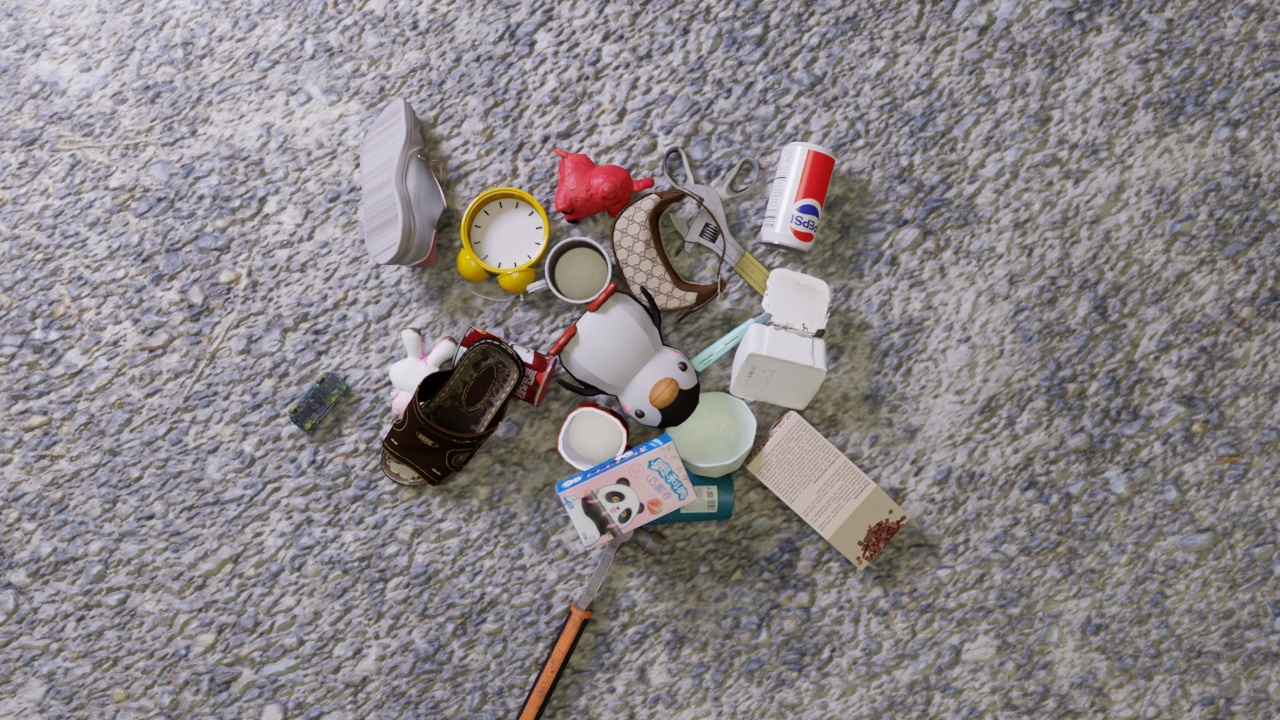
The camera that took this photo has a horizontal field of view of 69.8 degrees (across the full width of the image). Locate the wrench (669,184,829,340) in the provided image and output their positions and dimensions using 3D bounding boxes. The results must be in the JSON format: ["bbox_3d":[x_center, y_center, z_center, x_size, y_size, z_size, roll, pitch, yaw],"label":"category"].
[{"bbox_3d":[0.147,-0.123,1.206,0.273,0.018,0.084,42,99,-2],"label":"wrench"}]

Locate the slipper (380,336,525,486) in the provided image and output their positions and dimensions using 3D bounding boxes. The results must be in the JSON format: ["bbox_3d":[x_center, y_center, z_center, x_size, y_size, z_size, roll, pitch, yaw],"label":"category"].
[{"bbox_3d":[-0.244,0.077,1.155,0.113,0.075,0.268,41,116,-8],"label":"slipper"}]

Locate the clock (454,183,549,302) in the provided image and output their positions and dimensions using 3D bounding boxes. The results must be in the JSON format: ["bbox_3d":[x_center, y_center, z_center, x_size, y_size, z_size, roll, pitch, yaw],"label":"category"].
[{"bbox_3d":[-0.179,-0.153,1.202,0.113,0.052,0.152,16,86,0],"label":"clock"}]

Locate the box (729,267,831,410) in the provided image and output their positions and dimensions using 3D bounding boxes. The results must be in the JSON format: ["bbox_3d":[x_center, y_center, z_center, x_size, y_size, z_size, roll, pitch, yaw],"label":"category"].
[{"bbox_3d":[0.184,-0.037,1.173,0.107,0.152,0.131,11,49,-5],"label":"box"}]

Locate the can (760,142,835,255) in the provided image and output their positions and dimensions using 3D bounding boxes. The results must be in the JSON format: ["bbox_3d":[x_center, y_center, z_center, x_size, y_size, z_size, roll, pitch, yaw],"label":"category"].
[{"bbox_3d":[0.203,-0.208,1.185,0.070,0.070,0.132,15,91,0],"label":"can"}]

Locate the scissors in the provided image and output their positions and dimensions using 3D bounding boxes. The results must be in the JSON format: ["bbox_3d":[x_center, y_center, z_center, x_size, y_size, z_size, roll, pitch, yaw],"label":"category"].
[{"bbox_3d":[0.085,-0.216,1.215,0.171,0.012,0.157,-44,91,2],"label":"scissors"}]

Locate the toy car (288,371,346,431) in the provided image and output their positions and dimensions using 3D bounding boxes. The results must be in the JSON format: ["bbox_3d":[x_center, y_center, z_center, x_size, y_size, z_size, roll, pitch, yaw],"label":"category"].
[{"bbox_3d":[-0.426,0.053,1.216,0.038,0.027,0.090,43,92,3],"label":"toy car"}]

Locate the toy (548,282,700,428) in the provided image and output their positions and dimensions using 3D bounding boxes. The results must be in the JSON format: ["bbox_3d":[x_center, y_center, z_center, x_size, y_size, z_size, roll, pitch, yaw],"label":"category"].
[{"bbox_3d":[-0.007,0.007,1.157,0.184,0.140,0.159,42,91,-2],"label":"toy"}]

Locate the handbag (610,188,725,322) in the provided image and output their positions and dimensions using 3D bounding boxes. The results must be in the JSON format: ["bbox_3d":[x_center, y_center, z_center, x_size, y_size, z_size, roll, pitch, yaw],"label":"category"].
[{"bbox_3d":[0.042,-0.136,1.184,0.138,0.063,0.166,-21,93,13],"label":"handbag"}]

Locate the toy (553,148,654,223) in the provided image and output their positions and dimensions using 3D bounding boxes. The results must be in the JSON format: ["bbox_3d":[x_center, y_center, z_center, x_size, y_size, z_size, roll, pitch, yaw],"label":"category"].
[{"bbox_3d":[-0.049,-0.238,1.186,0.133,0.088,0.094,-8,79,0],"label":"toy"}]

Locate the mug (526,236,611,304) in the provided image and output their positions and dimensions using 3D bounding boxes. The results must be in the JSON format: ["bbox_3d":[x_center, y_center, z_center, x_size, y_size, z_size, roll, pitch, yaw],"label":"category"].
[{"bbox_3d":[-0.092,-0.109,1.189,0.113,0.070,0.084,-19,90,1],"label":"mug"}]

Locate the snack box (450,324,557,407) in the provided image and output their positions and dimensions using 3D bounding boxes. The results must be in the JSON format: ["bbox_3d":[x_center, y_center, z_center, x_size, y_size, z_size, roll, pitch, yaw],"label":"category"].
[{"bbox_3d":[-0.176,0.007,1.192,0.121,0.072,0.072,22,91,1],"label":"snack box"}]

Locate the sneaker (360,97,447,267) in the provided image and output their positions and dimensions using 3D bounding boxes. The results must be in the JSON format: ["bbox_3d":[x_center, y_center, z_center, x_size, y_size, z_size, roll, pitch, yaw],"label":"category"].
[{"bbox_3d":[-0.298,-0.223,1.193,0.099,0.089,0.235,-16,69,33],"label":"sneaker"}]

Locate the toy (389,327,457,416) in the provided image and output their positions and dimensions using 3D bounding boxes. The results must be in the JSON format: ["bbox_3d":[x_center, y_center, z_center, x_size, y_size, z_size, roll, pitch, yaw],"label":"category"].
[{"bbox_3d":[-0.293,0.018,1.210,0.079,0.038,0.122,22,91,-13],"label":"toy"}]

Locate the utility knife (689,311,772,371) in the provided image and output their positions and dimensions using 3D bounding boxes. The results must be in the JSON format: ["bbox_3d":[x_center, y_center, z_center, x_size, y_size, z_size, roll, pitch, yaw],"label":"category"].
[{"bbox_3d":[0.125,-0.032,1.209,0.141,0.015,0.022,-36,106,6],"label":"utility knife"}]

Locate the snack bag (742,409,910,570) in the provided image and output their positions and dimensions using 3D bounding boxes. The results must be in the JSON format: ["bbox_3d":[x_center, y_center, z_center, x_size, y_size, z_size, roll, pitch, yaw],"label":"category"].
[{"bbox_3d":[0.241,0.169,1.189,0.206,0.070,0.094,42,91,0],"label":"snack bag"}]

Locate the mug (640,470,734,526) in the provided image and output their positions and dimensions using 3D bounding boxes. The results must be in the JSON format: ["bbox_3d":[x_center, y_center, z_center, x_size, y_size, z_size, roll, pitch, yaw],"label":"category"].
[{"bbox_3d":[0.058,0.176,1.191,0.121,0.078,0.078,1,90,-3],"label":"mug"}]

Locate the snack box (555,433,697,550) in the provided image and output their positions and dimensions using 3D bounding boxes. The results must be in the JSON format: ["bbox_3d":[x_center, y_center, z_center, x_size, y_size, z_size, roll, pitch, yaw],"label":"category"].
[{"bbox_3d":[-0.016,0.161,1.122,0.154,0.033,0.088,-25,108,-3],"label":"snack box"}]

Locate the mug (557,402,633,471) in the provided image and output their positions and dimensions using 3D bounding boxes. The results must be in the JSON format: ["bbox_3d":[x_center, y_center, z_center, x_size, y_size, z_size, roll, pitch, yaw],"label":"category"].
[{"bbox_3d":[-0.045,0.106,1.178,0.116,0.096,0.080,27,91,0],"label":"mug"}]

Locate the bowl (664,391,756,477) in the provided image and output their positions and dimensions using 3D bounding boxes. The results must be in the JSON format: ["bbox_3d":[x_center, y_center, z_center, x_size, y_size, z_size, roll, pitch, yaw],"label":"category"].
[{"bbox_3d":[0.092,0.103,1.184,0.117,0.061,0.117,-5,51,6],"label":"bowl"}]

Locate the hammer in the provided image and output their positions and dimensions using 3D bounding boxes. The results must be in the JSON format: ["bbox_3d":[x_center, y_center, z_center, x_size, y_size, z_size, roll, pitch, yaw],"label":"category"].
[{"bbox_3d":[-0.098,0.343,1.213,0.138,0.035,0.314,26,91,0],"label":"hammer"}]
